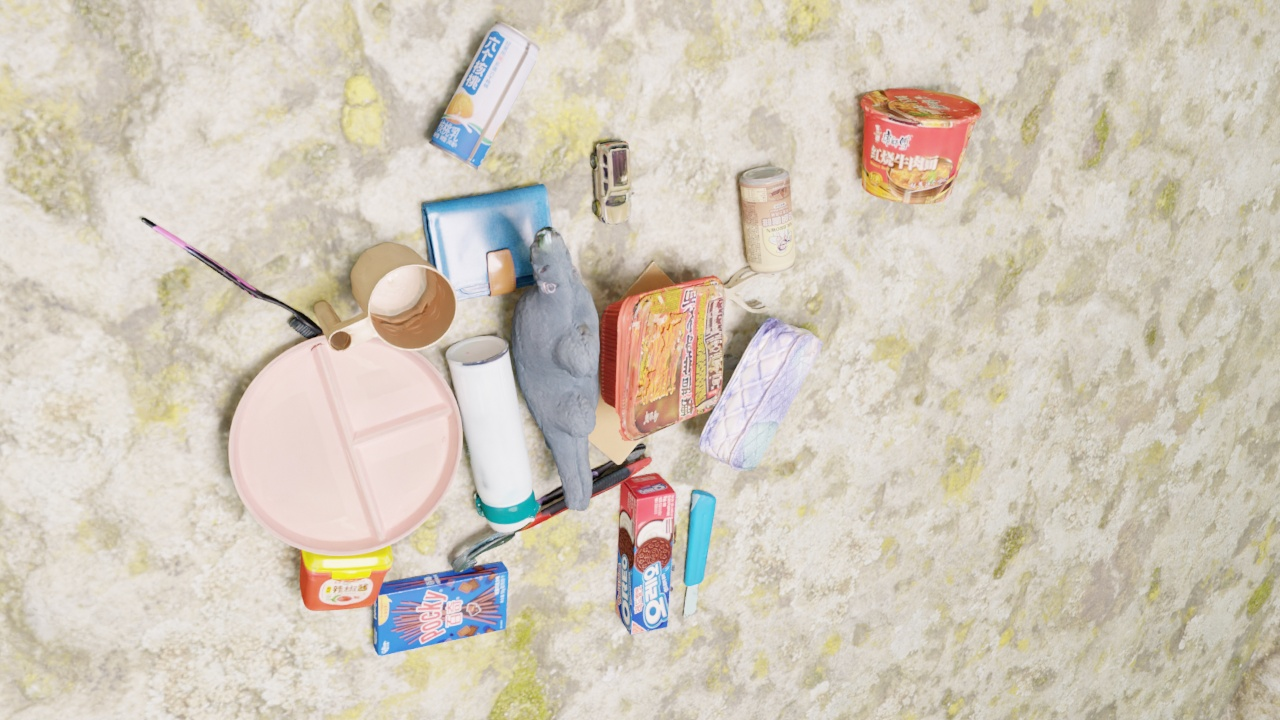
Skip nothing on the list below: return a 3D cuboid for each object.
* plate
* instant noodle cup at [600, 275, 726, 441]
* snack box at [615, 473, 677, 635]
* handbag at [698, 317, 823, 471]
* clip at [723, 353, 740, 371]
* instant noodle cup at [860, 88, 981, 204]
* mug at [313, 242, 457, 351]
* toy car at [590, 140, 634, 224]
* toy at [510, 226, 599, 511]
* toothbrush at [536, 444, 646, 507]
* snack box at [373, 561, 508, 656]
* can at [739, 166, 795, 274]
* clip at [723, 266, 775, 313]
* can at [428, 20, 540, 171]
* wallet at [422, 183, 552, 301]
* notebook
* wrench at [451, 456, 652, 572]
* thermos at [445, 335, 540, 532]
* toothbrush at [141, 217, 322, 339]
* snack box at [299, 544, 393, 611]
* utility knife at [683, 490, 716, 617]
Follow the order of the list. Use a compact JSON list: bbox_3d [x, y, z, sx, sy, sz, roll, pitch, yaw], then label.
[{"bbox_3d":[-0.297,0.084,0.938,0.229,0.028,0.229,-4,98,-27],"label":"plate"},{"bbox_3d":[0.018,-0.008,1.025,0.188,0.079,0.165,-18,115,-50],"label":"instant noodle cup"},{"bbox_3d":[0.006,0.251,1.179,0.058,0.057,0.208,-7,114,-23],"label":"snack box"},{"bbox_3d":[0.149,0.040,1.141,0.194,0.075,0.134,-61,156,6],"label":"handbag"},{"bbox_3d":[0.096,0.006,1.149,0.057,0.031,0.025,-10,110,-20],"label":"clip"},{"bbox_3d":[0.329,-0.257,1.105,0.137,0.138,0.109,-14,124,-23],"label":"instant noodle cup"},{"bbox_3d":[-0.250,-0.056,0.886,0.124,0.103,0.084,-27,120,-16],"label":"mug"},{"bbox_3d":[-0.028,-0.190,0.992,0.042,0.035,0.090,-12,117,-23],"label":"toy car"},{"bbox_3d":[-0.087,-0.001,0.970,0.091,0.137,0.357,-11,129,-11],"label":"toy"},{"bbox_3d":[-0.073,0.149,1.120,0.188,0.017,0.014,-27,110,-14],"label":"toothbrush"},{"bbox_3d":[-0.234,0.292,1.084,0.157,0.026,0.085,-5,113,-27],"label":"snack box"},{"bbox_3d":[0.151,-0.165,1.084,0.058,0.058,0.116,-20,118,-20],"label":"can"},{"bbox_3d":[0.118,-0.074,1.120,0.103,0.035,0.093,-28,120,-10],"label":"clip"},{"bbox_3d":[-0.150,-0.255,0.888,0.053,0.053,0.134,26,96,-34],"label":"can"},{"bbox_3d":[-0.154,-0.121,0.953,0.133,0.040,0.106,-14,112,-22],"label":"wallet"},{"bbox_3d":[-0.006,0.006,1.092,0.207,0.008,0.148,-49,118,-3],"label":"notebook"},{"bbox_3d":[-0.102,0.181,1.101,0.273,0.016,0.056,-27,163,-18],"label":"wrench"},{"bbox_3d":[-0.163,0.087,1.017,0.073,0.073,0.224,-18,118,-21],"label":"thermos"},{"bbox_3d":[-0.382,-0.074,0.863,0.018,0.014,0.189,-45,124,9],"label":"toothbrush"},{"bbox_3d":[-0.319,0.220,0.983,0.091,0.082,0.080,3,122,-28],"label":"snack box"},{"bbox_3d":[0.076,0.266,1.246,0.034,0.018,0.199,0,111,-16],"label":"utility knife"}]
